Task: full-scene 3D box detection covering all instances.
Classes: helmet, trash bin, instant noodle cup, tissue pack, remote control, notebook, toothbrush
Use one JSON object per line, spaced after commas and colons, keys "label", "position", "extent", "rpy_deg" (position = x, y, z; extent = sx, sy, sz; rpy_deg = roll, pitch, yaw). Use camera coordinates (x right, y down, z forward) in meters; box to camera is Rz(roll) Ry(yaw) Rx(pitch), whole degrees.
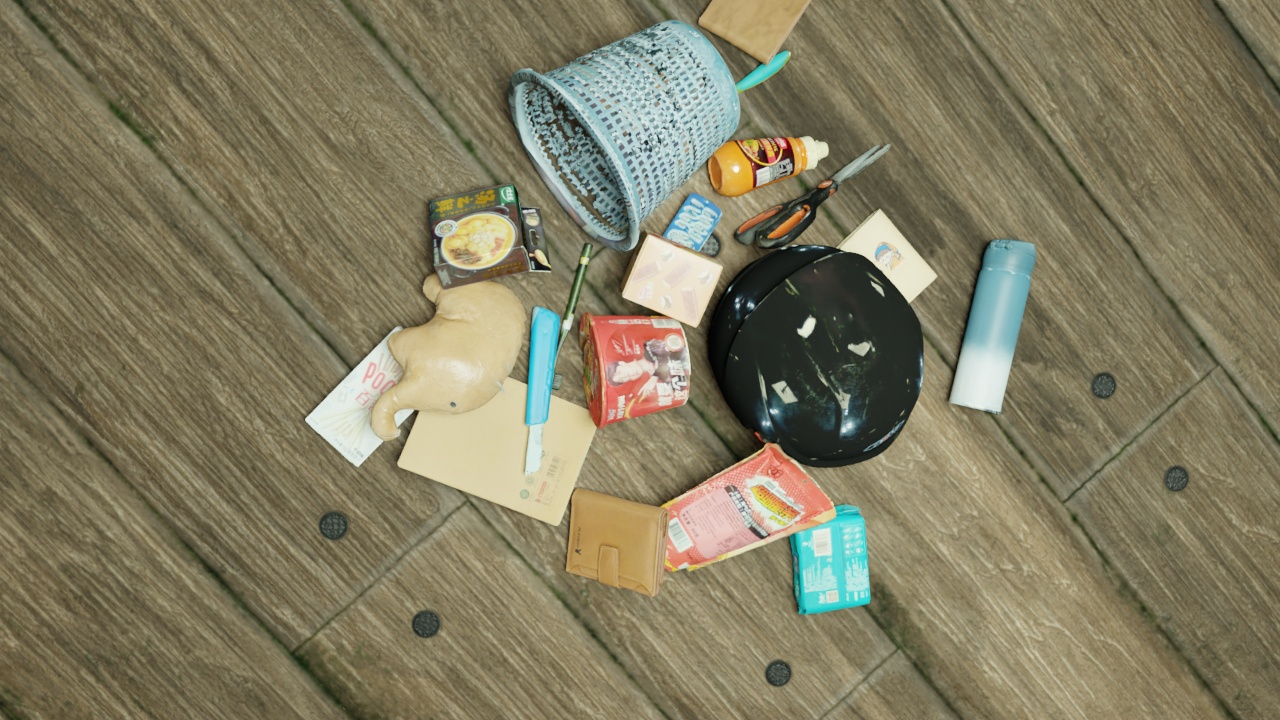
{"label": "helmet", "position": [0.206, -0.005, 1.049], "extent": [0.233, 0.230, 0.274], "rpy_deg": [-38, 86, -1]}
{"label": "trash bin", "position": [-0.005, -0.268, 1.032], "extent": [0.194, 0.227, 0.226], "rpy_deg": [-37, 97, -16]}
{"label": "instant noodle cup", "position": [-0.006, 0.006, 1.080], "extent": [0.108, 0.138, 0.138], "rpy_deg": [-7, 94, -12]}
{"label": "tissue pack", "position": [0.239, 0.255, 1.160], "extent": [0.093, 0.050, 0.133], "rpy_deg": [-6, 95, -7]}
{"label": "remote control", "position": [0.049, -0.143, 1.126], "extent": [0.049, 0.024, 0.125], "rpy_deg": [33, 94, -7]}
{"label": "notebook", "position": [-0.166, 0.095, 1.103], "extent": [0.207, 0.008, 0.147], "rpy_deg": [23, 81, -14]}
{"label": "toothbrush", "position": [-0.084, -0.053, 1.124], "extent": [0.017, 0.012, 0.186], "rpy_deg": [15, 92, -13]}

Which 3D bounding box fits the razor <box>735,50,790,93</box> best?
{"label": "razor", "position": [0.126, -0.341, 1.119], "extent": [0.132, 0.028, 0.043], "rpy_deg": [-31, 74, -4]}

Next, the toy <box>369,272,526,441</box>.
{"label": "toy", "position": [-0.217, -0.001, 1.046], "extent": [0.143, 0.083, 0.225], "rpy_deg": [23, 64, 5]}

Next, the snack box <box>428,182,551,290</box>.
{"label": "snack box", "position": [-0.175, -0.145, 1.061], "extent": [0.125, 0.053, 0.113], "rpy_deg": [-14, 53, -2]}

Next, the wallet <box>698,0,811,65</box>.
{"label": "wallet", "position": [0.142, -0.428, 1.110], "extent": [0.101, 0.020, 0.115], "rpy_deg": [32, 87, 6]}

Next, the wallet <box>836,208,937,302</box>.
{"label": "wallet", "position": [0.306, -0.120, 1.156], "extent": [0.087, 0.024, 0.115], "rpy_deg": [-43, 98, -1]}

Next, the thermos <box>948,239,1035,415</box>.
{"label": "thermos", "position": [0.446, -0.045, 1.156], "extent": [0.070, 0.070, 0.220], "rpy_deg": [13, 92, -7]}

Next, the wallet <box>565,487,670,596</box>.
{"label": "wallet", "position": [-0.029, 0.218, 1.105], "extent": [0.132, 0.031, 0.108], "rpy_deg": [9, 95, 33]}

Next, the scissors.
{"label": "scissors", "position": [0.208, -0.207, 1.128], "extent": [0.233, 0.161, 0.022], "rpy_deg": [-50, 122, -35]}

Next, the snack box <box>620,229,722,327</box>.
{"label": "snack box", "position": [0.034, -0.098, 1.072], "extent": [0.094, 0.092, 0.077], "rpy_deg": [22, 101, -6]}

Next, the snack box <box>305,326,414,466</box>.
{"label": "snack box", "position": [-0.314, 0.043, 1.098], "extent": [0.084, 0.027, 0.157], "rpy_deg": [44, 89, -8]}

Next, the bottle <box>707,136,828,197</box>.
{"label": "bottle", "position": [0.159, -0.243, 1.116], "extent": [0.149, 0.067, 0.067], "rpy_deg": [-15, 95, -12]}

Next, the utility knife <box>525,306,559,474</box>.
{"label": "utility knife", "position": [-0.122, 0.037, 1.106], "extent": [0.034, 0.018, 0.203], "rpy_deg": [6, 82, -11]}

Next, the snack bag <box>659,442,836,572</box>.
{"label": "snack bag", "position": [0.110, 0.181, 1.085], "extent": [0.208, 0.073, 0.128], "rpy_deg": [-31, 114, 23]}
